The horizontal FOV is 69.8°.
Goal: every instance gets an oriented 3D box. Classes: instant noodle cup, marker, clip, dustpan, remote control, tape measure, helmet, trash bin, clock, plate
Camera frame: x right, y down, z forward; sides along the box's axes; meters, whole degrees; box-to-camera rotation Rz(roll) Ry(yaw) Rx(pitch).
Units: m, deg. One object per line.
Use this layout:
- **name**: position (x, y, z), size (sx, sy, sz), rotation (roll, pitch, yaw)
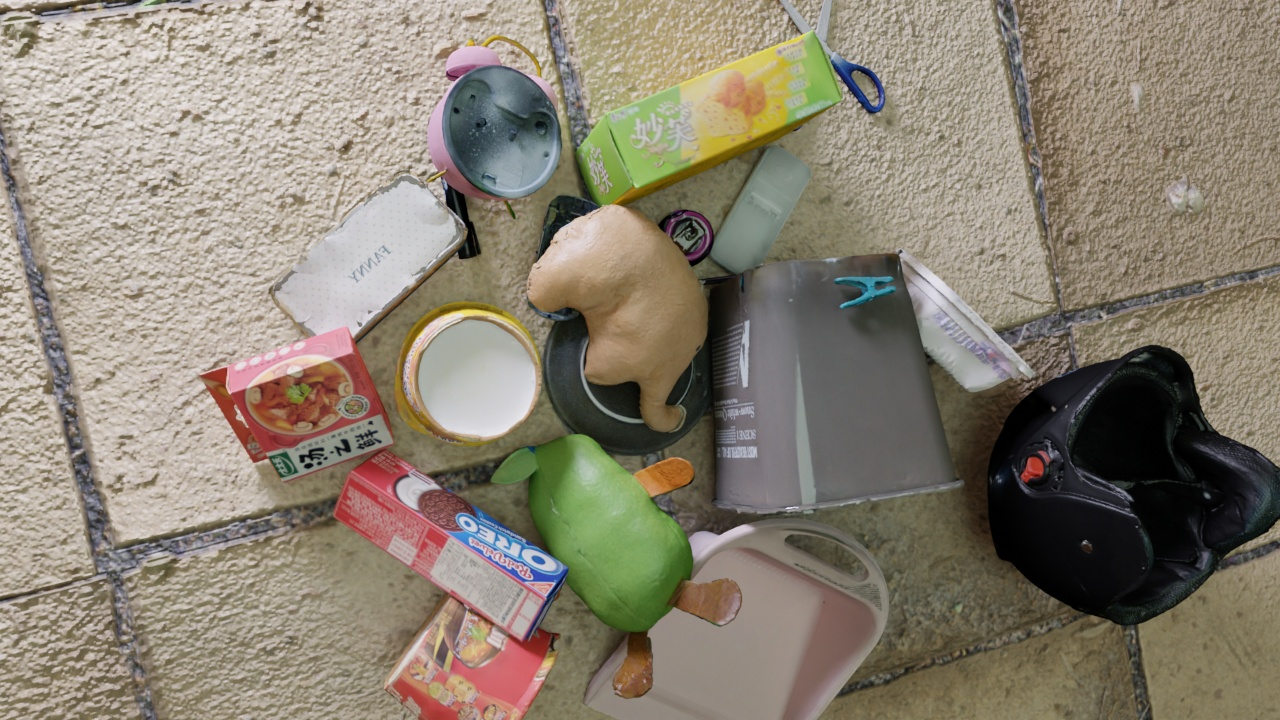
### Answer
- **instant noodle cup**: position (-0.149, 0.015, 0.821), size (0.138, 0.110, 0.138), rotation (-1, 92, -14)
- **marker**: position (-0.174, -0.161, 0.858), size (0.022, 0.020, 0.132), rotation (-14, 95, -18)
- **clip**: position (0.194, -0.061, 0.790), size (0.055, 0.013, 0.038), rotation (-9, 81, -13)
- **dustpan**: position (0.104, 0.274, 0.875), size (0.222, 0.139, 0.273), rotation (25, 84, -14)
- **remote control**: position (0.121, -0.150, 0.931), size (0.056, 0.020, 0.136), rotation (30, 86, -12)
- **tape measure**: position (0.043, -0.120, 0.903), size (0.057, 0.039, 0.057), rotation (44, 81, -11)
- **helmet**: position (0.465, 0.122, 0.917), size (0.233, 0.231, 0.275), rotation (-9, 94, -29)
- **trash bin**: position (0.164, 0.024, 0.865), size (0.198, 0.199, 0.219), rotation (-7, 87, -16)
- **clock**: position (-0.131, -0.219, 0.833), size (0.117, 0.060, 0.158), rotation (20, 80, -33)
- **plate**: position (-0.005, 0.005, 0.901), size (0.179, 0.024, 0.179), rotation (0, 91, -14)
- **instant noodle cup**: position (-0.154, 0.276, 0.818), size (0.108, 0.138, 0.137), rotation (36, 82, -4)
- **instant noodle cup**: position (0.301, -0.035, 0.915), size (0.138, 0.173, 0.060), rotation (41, 103, -12)

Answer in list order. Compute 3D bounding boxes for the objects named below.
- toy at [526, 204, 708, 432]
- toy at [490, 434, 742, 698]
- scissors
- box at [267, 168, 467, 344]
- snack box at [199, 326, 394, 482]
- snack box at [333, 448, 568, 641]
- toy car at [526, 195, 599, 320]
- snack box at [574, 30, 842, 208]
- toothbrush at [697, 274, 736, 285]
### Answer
- **toy**: position (0.001, -0.035, 0.847), size (0.143, 0.082, 0.226), rotation (-34, 107, 1)
- **toy**: position (-0.025, 0.165, 0.833), size (0.227, 0.089, 0.246), rotation (-45, 70, 24)
- **scissors**: position (0.188, -0.311, 0.951), size (0.162, 0.012, 0.176), rotation (27, 84, -12)
- **box**: position (-0.243, -0.081, 0.815), size (0.184, 0.059, 0.090), rotation (-40, 100, -1)
- **snack box**: position (-0.291, 0.043, 0.786), size (0.127, 0.044, 0.113), rotation (-20, 132, -10)
- **snack box**: position (-0.166, 0.162, 0.807), size (0.207, 0.057, 0.058), rotation (32, 114, 7)
- **toy car**: position (-0.073, -0.097, 0.875), size (0.054, 0.037, 0.120), rotation (13, 89, -15)
- **snack box**: position (0.055, -0.213, 0.843), size (0.210, 0.158, 0.070), rotation (-25, 96, -12)
- **toothbrush**: position (0.095, -0.080, 0.912), size (0.189, 0.014, 0.017), rotation (-9, 115, -14)
